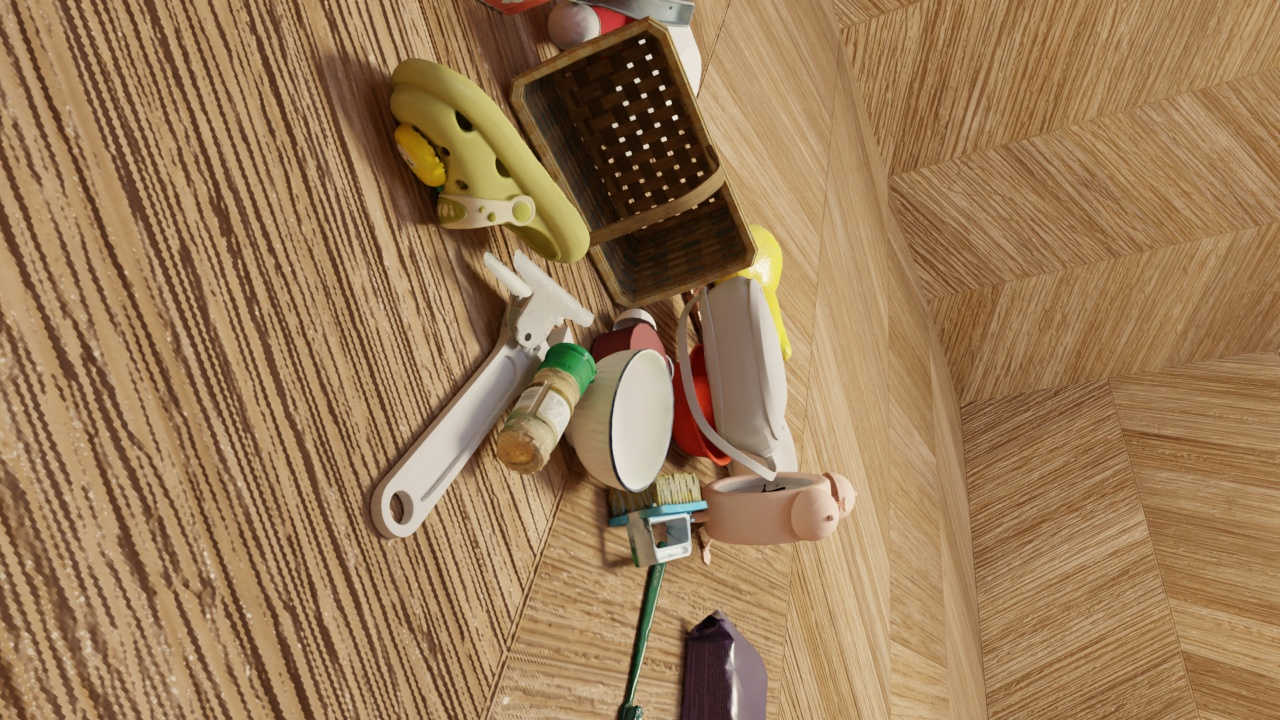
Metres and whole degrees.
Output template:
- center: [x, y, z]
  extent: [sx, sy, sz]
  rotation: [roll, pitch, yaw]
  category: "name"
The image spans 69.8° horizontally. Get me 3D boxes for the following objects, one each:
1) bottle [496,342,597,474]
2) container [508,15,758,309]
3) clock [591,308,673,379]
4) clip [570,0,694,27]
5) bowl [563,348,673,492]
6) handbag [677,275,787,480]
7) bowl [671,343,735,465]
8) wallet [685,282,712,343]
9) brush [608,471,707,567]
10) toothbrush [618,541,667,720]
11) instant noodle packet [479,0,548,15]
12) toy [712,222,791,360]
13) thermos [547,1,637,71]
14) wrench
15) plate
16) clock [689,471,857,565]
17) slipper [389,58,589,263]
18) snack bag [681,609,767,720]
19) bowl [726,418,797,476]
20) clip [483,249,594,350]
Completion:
- center: [-0.068, 0.034, 0.669]
  extent: [0.043, 0.043, 0.110]
  rotation: [63, 31, -28]
  category: "bottle"
- center: [-0.002, -0.164, 0.823]
  extent: [0.186, 0.158, 0.250]
  rotation: [-86, 152, -56]
  category: "container"
- center: [-0.005, 0.005, 0.858]
  extent: [0.087, 0.044, 0.124]
  rotation: [66, 27, -24]
  category: "clock"
- center: [-0.033, -0.350, 0.864]
  extent: [0.106, 0.163, 0.028]
  rotation: [-115, -143, -54]
  category: "clip"
- center: [-0.024, 0.047, 0.761]
  extent: [0.117, 0.062, 0.118]
  rotation: [-19, 112, -62]
  category: "bowl"
- center: [0.112, 0.023, 0.983]
  extent: [0.222, 0.096, 0.215]
  rotation: [30, 52, -74]
  category: "handbag"
- center: [0.059, 0.050, 0.972]
  extent: [0.130, 0.045, 0.130]
  rotation: [40, 44, -53]
  category: "bowl"
- center: [0.071, -0.084, 1.103]
  extent: [0.087, 0.013, 0.121]
  rotation: [-58, 132, -60]
  category: "wallet"
- center: [0.025, 0.144, 0.842]
  extent: [0.135, 0.055, 0.075]
  rotation: [11, 64, -64]
  category: "brush"
- center: [0.007, 0.238, 0.806]
  extent: [0.016, 0.017, 0.189]
  rotation: [60, 30, -34]
  category: "toothbrush"
- center: [-0.088, -0.418, 0.738]
  extent: [0.083, 0.165, 0.221]
  rotation: [-19, 96, -63]
  category: "instant noodle packet"
- center: [0.137, -0.093, 1.135]
  extent: [0.134, 0.092, 0.207]
  rotation: [44, 31, -57]
  category: "toy"
- center: [-0.024, -0.336, 0.947]
  extent: [0.239, 0.073, 0.073]
  rotation: [-31, 107, -63]
  category: "thermos"
- center: [-0.108, 0.039, 0.654]
  extent: [0.087, 0.018, 0.272]
  rotation: [66, 28, -24]
  category: "wrench"
- center: [0.027, -0.289, 0.969]
  extent: [0.173, 0.036, 0.174]
  rotation: [-55, 159, -34]
  category: "plate"
- center: [0.133, 0.160, 0.940]
  extent: [0.130, 0.161, 0.086]
  rotation: [-10, 88, -66]
  category: "clock"
- center: [-0.117, -0.125, 0.656]
  extent: [0.081, 0.092, 0.190]
  rotation: [-50, 124, -10]
  category: "slipper"
- center: [0.082, 0.349, 0.864]
  extent: [0.096, 0.058, 0.205]
  rotation: [50, 37, -44]
  category: "snack bag"
- center: [0.142, 0.118, 1.098]
  extent: [0.113, 0.063, 0.113]
  rotation: [39, 45, -53]
  category: "bowl"
- center: [-0.082, -0.041, 0.695]
  extent: [0.102, 0.054, 0.057]
  rotation: [41, 9, -46]
  category: "clip"
